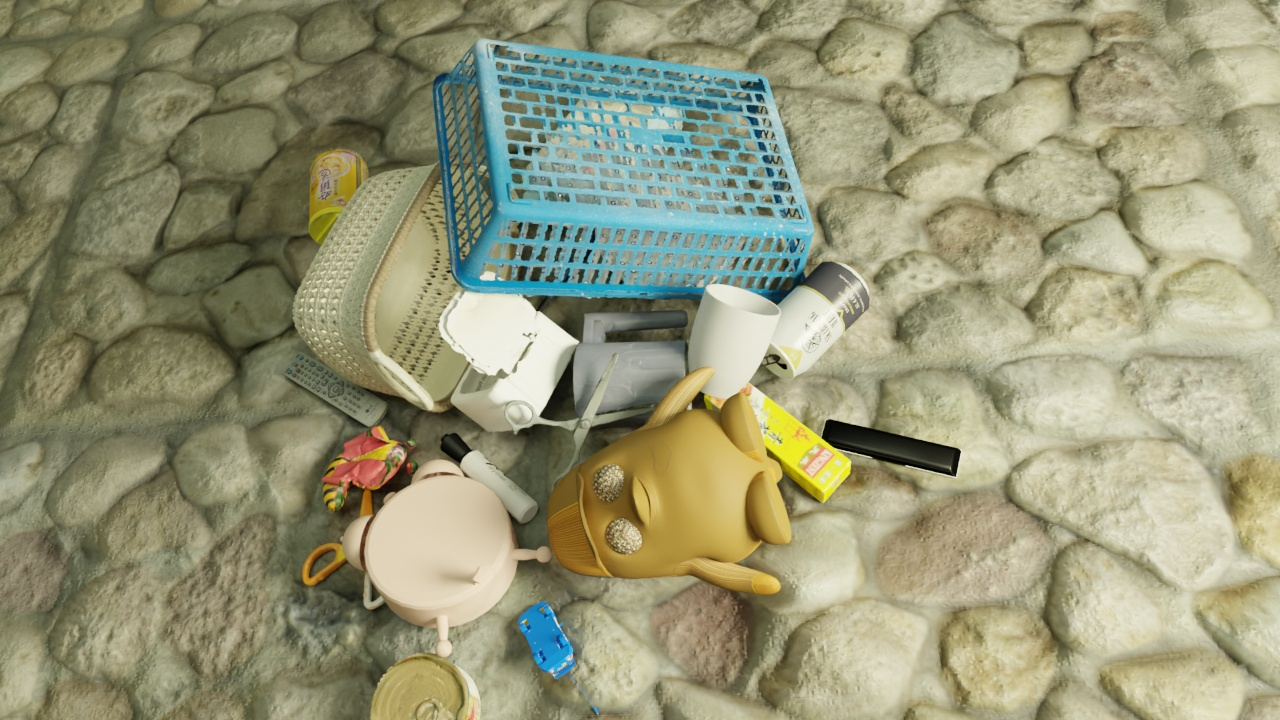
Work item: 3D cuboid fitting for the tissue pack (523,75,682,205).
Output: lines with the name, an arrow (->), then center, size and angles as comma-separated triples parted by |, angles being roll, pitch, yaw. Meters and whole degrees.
tissue pack -> -0.042, -0.231, 1.033 | 0.112, 0.070, 0.181 | 26, 71, 23

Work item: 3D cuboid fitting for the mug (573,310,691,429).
mug -> -0.005, 0.005, 0.884 | 0.104, 0.084, 0.123 | -3, 58, 8

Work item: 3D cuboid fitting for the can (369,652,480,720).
can -> -0.181, 0.295, 0.775 | 0.086, 0.043, 0.086 | -5, 60, 8

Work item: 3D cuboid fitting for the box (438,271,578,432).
box -> -0.143, -0.013, 0.863 | 0.126, 0.137, 0.108 | -11, 47, 52

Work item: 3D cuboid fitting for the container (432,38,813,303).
container -> -0.005, -0.191, 0.888 | 0.361, 0.089, 0.256 | 0, 62, -22

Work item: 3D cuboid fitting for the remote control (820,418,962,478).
remote control -> 0.227, 0.079, 0.837 | 0.124, 0.012, 0.028 | 13, 64, 17

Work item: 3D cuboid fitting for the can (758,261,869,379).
can -> 0.160, -0.036, 0.884 | 0.127, 0.064, 0.064 | -43, 62, -14

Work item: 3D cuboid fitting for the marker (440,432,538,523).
marker -> -0.149, 0.110, 0.884 | 0.126, 0.025, 0.025 | 36, 73, 26

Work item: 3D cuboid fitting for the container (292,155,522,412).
container -> -0.229, -0.079, 0.923 | 0.143, 0.185, 0.245 | 6, 59, 25

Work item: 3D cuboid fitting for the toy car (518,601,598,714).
toy car -> -0.068, 0.258, 0.794 | 0.033, 0.062, 0.092 | -35, 31, -8

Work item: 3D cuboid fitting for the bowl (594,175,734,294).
bowl -> 0.026, -0.124, 0.967 | 0.149, 0.043, 0.149 | 1, 61, -3

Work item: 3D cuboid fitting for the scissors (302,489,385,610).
scissors -> -0.259, 0.182, 0.872 | 0.125, 0.011, 0.127 | -37, 59, -13

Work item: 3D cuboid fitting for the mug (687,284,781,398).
mug -> 0.080, -0.021, 0.853 | 0.071, 0.089, 0.107 | 17, 21, -2

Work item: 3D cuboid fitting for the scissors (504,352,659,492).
scissors -> -0.056, 0.072, 0.838 | 0.141, 0.014, 0.174 | 7, 104, -2

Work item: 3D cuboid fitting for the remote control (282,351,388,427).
remote control -> -0.323, 0.030, 0.969 | 0.136, 0.013, 0.033 | 27, 69, 23

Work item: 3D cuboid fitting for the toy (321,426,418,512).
toy -> -0.270, 0.104, 0.898 | 0.103, 0.046, 0.084 | -29, 47, 4

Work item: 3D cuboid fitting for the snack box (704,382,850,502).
snack box -> 0.125, 0.068, 0.852 | 0.040, 0.029, 0.148 | -44, 62, -14

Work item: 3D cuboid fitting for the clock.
clock -> -0.181, 0.163, 0.821 | 0.160, 0.086, 0.130 | 32, 60, 34

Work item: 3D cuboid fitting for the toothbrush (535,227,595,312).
toothbrush -> -0.090, -0.082, 0.988 | 0.014, 0.014, 0.167 | 21, 67, 33

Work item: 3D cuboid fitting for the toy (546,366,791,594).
toy -> 0.013, 0.119, 0.780 | 0.203, 0.162, 0.198 | -19, 72, 12

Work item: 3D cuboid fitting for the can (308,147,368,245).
can -> -0.350, -0.187, 1.066 | 0.068, 0.068, 0.105 | -13, 59, 3
